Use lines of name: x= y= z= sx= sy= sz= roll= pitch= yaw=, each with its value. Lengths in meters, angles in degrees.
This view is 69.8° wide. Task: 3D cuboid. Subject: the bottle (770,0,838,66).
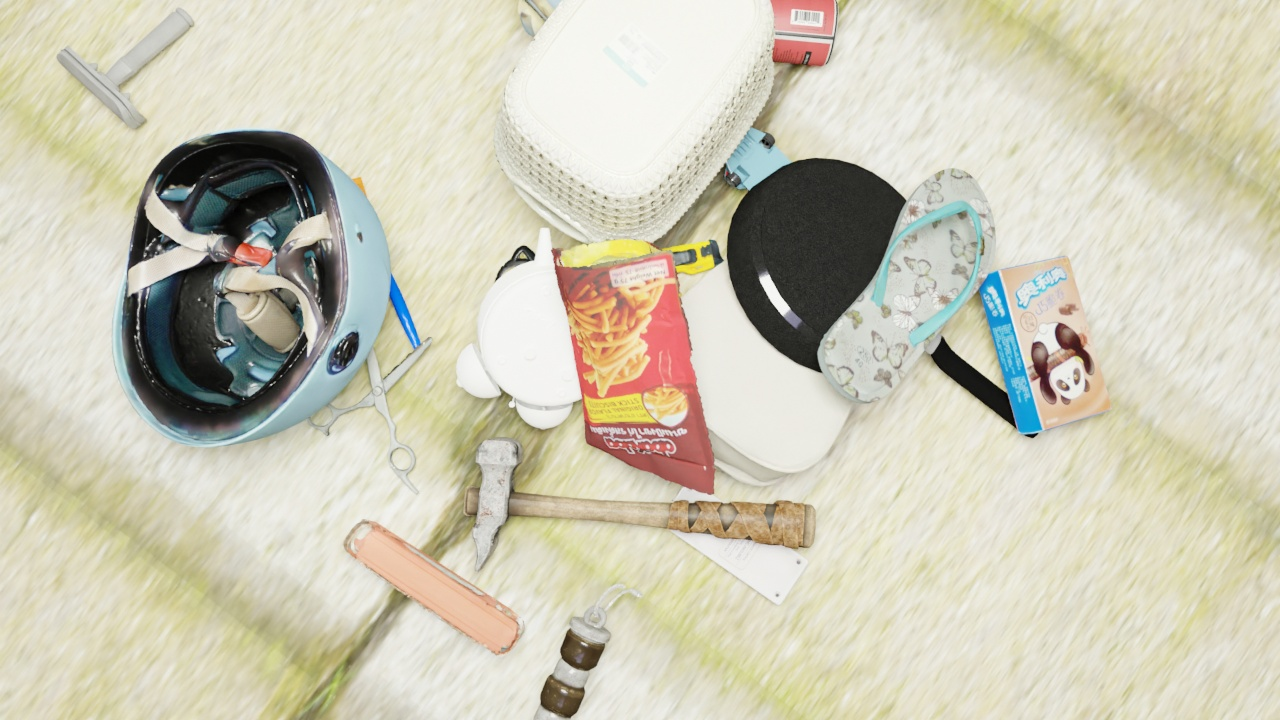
bottle: x=0.092 y=-0.317 z=0.864 sx=0.176 sy=0.062 sz=0.062 roll=5 pitch=86 yaw=0

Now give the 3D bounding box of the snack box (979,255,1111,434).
snack box: x=0.372 y=-0.015 z=0.847 sx=0.087 sy=0.034 sz=0.151 roll=-13 pitch=86 yaw=-23

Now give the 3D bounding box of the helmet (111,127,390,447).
helmet: x=-0.317 y=-0.051 z=0.785 sx=0.226 sy=0.166 sz=0.265 roll=18 pitch=84 yaw=19

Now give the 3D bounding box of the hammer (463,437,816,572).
hammer: x=-0.002 y=0.140 z=0.834 sx=0.319 sy=0.049 sz=0.121 roll=4 pitch=89 yaw=2

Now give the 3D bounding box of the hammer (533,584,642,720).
hammer: x=-0.091 y=0.345 z=0.809 sx=0.177 sy=0.079 sz=0.326 roll=23 pitch=86 yaw=1

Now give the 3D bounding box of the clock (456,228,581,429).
clock: x=-0.081 y=-0.020 z=0.815 sx=0.125 sy=0.073 sz=0.161 roll=30 pitch=101 yaw=-23

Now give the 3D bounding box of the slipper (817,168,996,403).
slipper: x=0.249 y=-0.070 z=0.790 sx=0.098 sy=0.055 sz=0.268 roll=40 pitch=66 yaw=-7

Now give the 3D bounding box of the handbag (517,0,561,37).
handbag: x=-0.050 y=-0.379 z=0.846 sx=0.121 sy=0.119 sz=0.191 roll=34 pitch=73 yaw=-38

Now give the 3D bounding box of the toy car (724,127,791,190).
toy car: x=0.124 y=-0.167 z=0.871 sx=0.108 sy=0.027 sz=0.060 roll=43 pitch=81 yaw=-13

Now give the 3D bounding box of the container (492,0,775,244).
container: x=-0.003 y=-0.222 z=0.741 sx=0.184 sy=0.143 sz=0.246 roll=36 pitch=86 yaw=1

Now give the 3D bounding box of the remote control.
remote control: x=0.086 y=0.169 z=0.856 sx=0.136 sy=0.011 sz=0.050 roll=34 pitch=87 yaw=4

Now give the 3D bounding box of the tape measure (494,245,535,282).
tape measure: x=-0.106 y=-0.068 z=0.857 sx=0.061 sy=0.034 sz=0.061 roll=38 pitch=95 yaw=4

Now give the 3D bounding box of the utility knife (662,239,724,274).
utility knife: x=0.004 y=-0.088 z=0.872 sx=0.151 sy=0.017 sz=0.030 roll=-12 pitch=81 yaw=3

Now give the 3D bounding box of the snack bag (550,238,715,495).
snack bag: x=-0.004 y=0.004 z=0.756 sx=0.139 sy=0.066 sz=0.208 roll=8 pitch=123 yaw=36

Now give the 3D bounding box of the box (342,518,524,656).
box: x=-0.189 y=0.207 z=0.835 sx=0.187 sy=0.056 sz=0.059 roll=31 pitch=118 yaw=3

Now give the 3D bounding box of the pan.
pan: x=0.238 y=-0.044 z=0.832 sx=0.355 sy=0.044 sz=0.203 roll=37 pitch=65 yaw=-6

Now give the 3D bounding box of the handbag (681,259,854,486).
handbag: x=0.104 y=0.000 z=0.840 sx=0.200 sy=0.093 sz=0.199 roll=39 pitch=66 yaw=2

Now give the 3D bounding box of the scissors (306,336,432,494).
scissors: x=-0.241 y=0.045 z=0.858 sx=0.141 sy=0.014 sz=0.175 roll=-24 pitch=91 yaw=5

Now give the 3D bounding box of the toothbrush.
toothbrush: x=-0.240 y=-0.091 z=0.869 sx=0.018 sy=0.016 sz=0.182 roll=-23 pitch=86 yaw=-7

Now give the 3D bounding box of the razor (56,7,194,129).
razor: x=-0.474 y=-0.291 z=0.871 sx=0.088 sy=0.047 sz=0.116 roll=42 pitch=79 yaw=2
